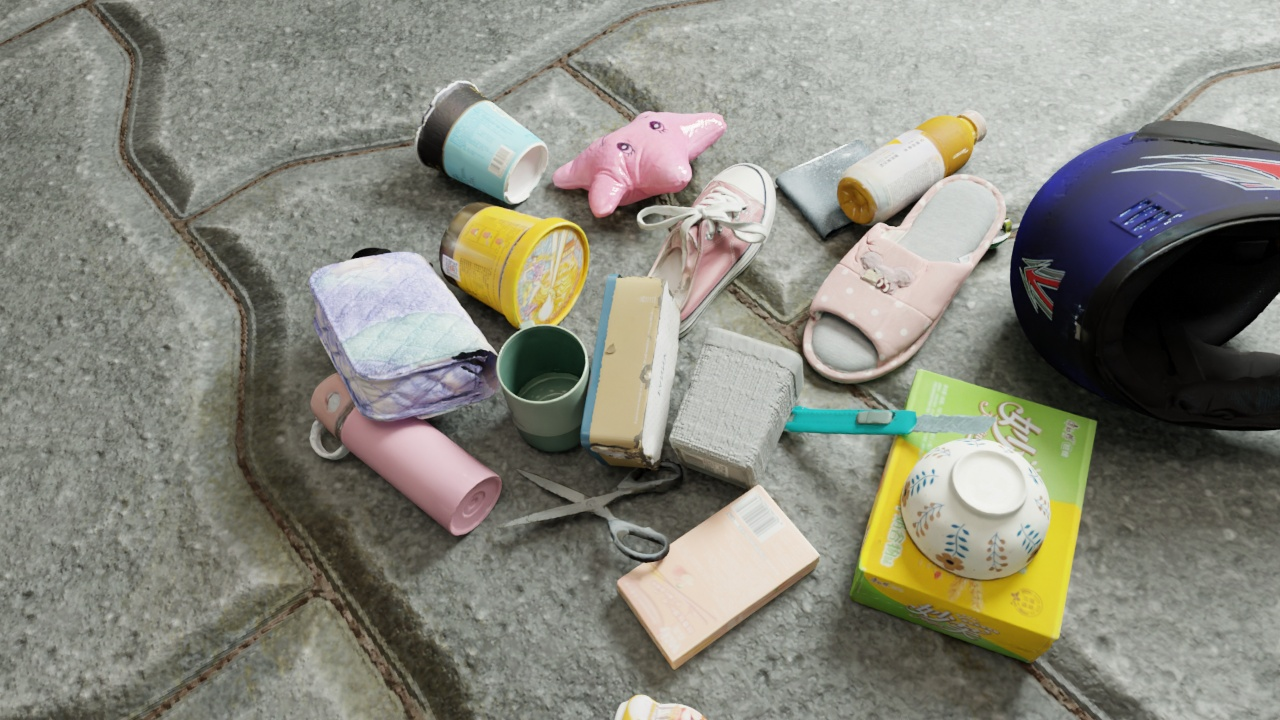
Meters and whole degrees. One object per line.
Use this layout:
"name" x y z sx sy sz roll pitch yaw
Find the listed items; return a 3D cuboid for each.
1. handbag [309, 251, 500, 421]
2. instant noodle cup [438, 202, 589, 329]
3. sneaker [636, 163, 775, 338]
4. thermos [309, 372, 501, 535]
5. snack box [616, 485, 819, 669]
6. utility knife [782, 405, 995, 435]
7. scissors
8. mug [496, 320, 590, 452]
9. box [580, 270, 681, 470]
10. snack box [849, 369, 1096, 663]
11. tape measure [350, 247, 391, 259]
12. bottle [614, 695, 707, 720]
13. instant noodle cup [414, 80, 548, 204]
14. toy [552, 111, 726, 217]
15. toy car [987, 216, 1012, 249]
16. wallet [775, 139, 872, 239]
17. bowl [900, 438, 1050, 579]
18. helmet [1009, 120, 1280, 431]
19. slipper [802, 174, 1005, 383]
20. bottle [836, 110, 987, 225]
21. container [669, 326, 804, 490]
"handbag" -0.229 -0.026 0.878 0.134 0.076 0.194 -16 44 -26
"instant noodle cup" -0.133 -0.101 0.936 0.114 0.119 0.118 24 62 26
"sneaker" 0.068 -0.130 0.950 0.118 0.088 0.240 27 64 20
"thermos" -0.228 0.089 0.853 0.199 0.067 0.087 31 90 21
"snack box" 0.067 0.183 0.789 0.157 0.026 0.084 -31 61 -15
"utility knife" 0.204 0.052 0.806 0.217 0.013 0.029 -2 57 43
"scissors" -0.038 0.127 0.827 0.159 0.014 0.181 -34 48 -31
"mug" -0.089 0.019 0.857 0.082 0.106 0.111 -20 59 -7
"box" -0.005 0.005 0.842 0.060 0.090 0.184 1 67 15
"snack box" 0.283 0.126 0.783 0.158 0.070 0.209 17 61 15
"tape measure" -0.280 -0.089 0.969 0.058 0.057 0.039 -9 55 8
"bottle" 0.032 0.297 0.699 0.108 0.063 0.063 11 59 11
"instant noodle cup" -0.172 -0.238 1.035 0.120 0.111 0.111 33 65 13
"toy" 0.011 -0.224 1.015 0.194 0.075 0.178 -35 40 -14
"toy car" 0.355 -0.156 0.975 0.043 0.036 0.091 -18 60 -7
"wallet" 0.226 -0.192 1.020 0.120 0.019 0.097 -27 62 -14
"bowl" 0.267 0.107 0.718 0.113 0.062 0.113 -2 57 2
"helmet" 0.489 -0.082 0.801 0.315 0.248 0.239 4 32 4
"slipper" 0.265 -0.089 0.913 0.114 0.054 0.274 39 77 25
"bottle" 0.296 -0.212 0.983 0.189 0.068 0.068 -33 61 -20
"container" 0.086 0.047 0.830 0.090 0.090 0.114 18 73 19
